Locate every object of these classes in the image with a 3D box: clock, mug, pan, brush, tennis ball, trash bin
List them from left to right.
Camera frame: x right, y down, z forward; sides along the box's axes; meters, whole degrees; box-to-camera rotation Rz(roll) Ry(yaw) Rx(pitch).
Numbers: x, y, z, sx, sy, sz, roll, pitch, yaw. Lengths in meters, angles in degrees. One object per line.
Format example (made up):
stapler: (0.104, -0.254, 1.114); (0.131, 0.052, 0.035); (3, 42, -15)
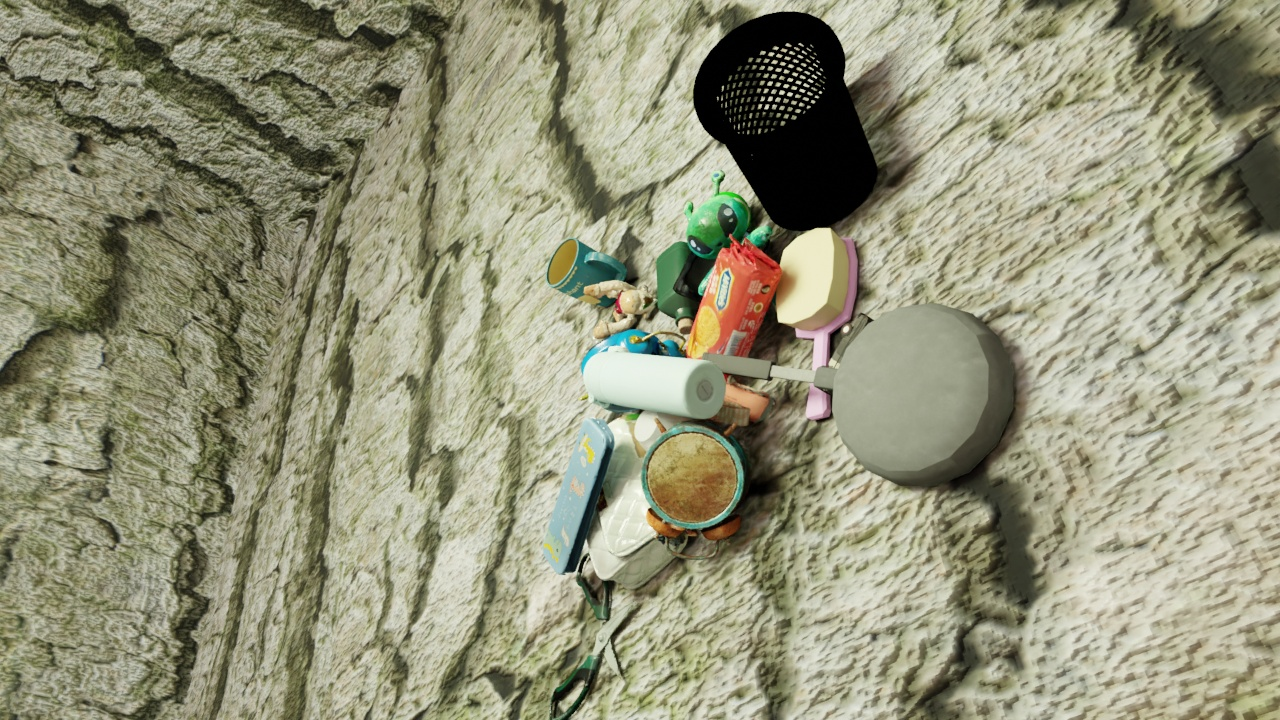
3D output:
mug: (-0.073, -0.135, 1.425); (0.112, 0.104, 0.084); (-17, 55, 47)
clock: (-0.007, 0.007, 1.224); (0.162, 0.116, 0.060); (-46, 47, 34)
mug: (0.040, 0.108, 1.107); (0.071, 0.089, 0.107); (-33, 44, 40)
clock: (0.062, 0.145, 1.033); (0.073, 0.121, 0.157); (-10, -77, -79)
tennis ball: (0.115, -0.193, 1.231); (0.066, 0.065, 0.065); (-34, 43, 39)
trash bin: (0.183, -0.273, 1.098); (0.196, 0.195, 0.199); (-41, 48, 32)
brush: (0.196, -0.044, 1.033); (0.089, 0.043, 0.228); (-22, 51, 47)
pan: (0.193, 0.019, 0.928); (0.358, 0.041, 0.178); (9, 83, 46)

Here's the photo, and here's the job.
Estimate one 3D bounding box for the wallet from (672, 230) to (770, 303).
wallet: (0.105, -0.121, 1.187); (0.115, 0.089, 0.026); (-65, -10, -3)

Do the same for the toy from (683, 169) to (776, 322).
toy: (0.117, -0.137, 1.141); (0.131, 0.072, 0.193); (-38, 79, 35)

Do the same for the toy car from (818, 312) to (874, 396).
toy car: (0.224, -0.002, 0.966); (0.092, 0.040, 0.037); (-62, 34, 5)

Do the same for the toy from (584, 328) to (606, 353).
toy: (-0.061, -0.009, 1.389); (0.049, 0.030, 0.111); (-19, 45, 12)

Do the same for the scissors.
scissors: (-0.072, 0.349, 1.172); (0.202, 0.015, 0.201); (-53, 32, 19)

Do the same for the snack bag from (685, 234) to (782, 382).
snack bag: (0.112, -0.059, 1.092); (0.082, 0.082, 0.177); (-115, 36, -51)

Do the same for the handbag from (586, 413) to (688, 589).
handbag: (-0.019, 0.175, 1.149); (0.139, 0.072, 0.194); (-46, 42, 24)

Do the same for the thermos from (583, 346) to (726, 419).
thermos: (0.009, 0.025, 1.078); (0.207, 0.065, 0.078); (6, 80, 53)

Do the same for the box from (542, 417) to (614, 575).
box: (-0.080, 0.171, 1.140); (0.066, 0.037, 0.210); (49, 128, 53)

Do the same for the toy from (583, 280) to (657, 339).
toy: (-0.021, -0.077, 1.355); (0.106, 0.074, 0.085); (-3, 97, 33)

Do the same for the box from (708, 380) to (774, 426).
box: (0.085, 0.045, 1.126); (0.187, 0.085, 0.048); (19, 112, 56)

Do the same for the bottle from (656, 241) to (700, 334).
bottle: (0.059, -0.092, 1.245); (0.061, 0.061, 0.131); (-37, 41, 39)
